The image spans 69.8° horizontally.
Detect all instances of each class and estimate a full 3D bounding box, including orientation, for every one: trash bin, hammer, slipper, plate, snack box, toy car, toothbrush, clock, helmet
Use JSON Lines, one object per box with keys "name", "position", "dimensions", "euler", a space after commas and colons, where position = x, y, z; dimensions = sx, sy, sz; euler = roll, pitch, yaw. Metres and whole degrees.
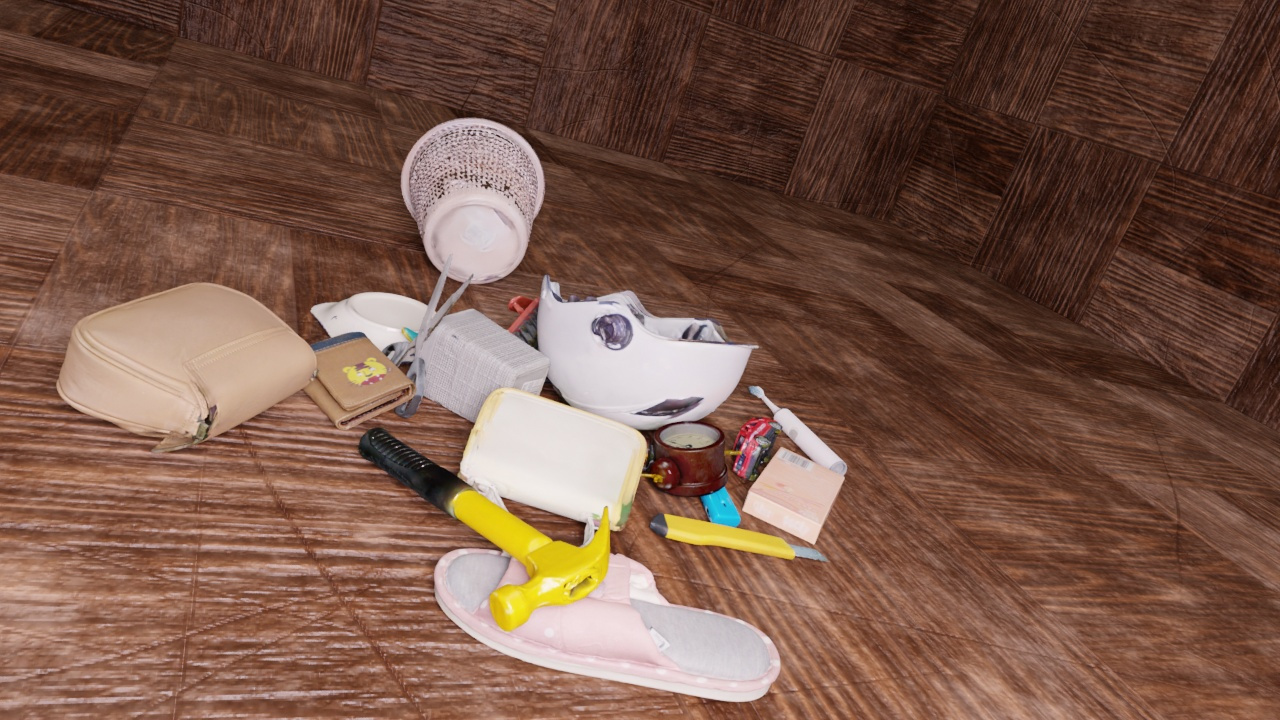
{"name": "trash bin", "position": [-0.252, -0.227, 1.398], "dimensions": [0.227, 0.228, 0.192], "euler": [11, 34, -19]}
{"name": "hammer", "position": [-0.140, 0.116, 0.739], "dimensions": [0.128, 0.033, 0.301], "euler": [-19, 29, -40]}
{"name": "slipper", "position": [-0.023, 0.190, 0.699], "dimensions": [0.274, 0.054, 0.114], "euler": [17, 21, -1]}
{"name": "plate", "position": [-0.298, -0.045, 1.105], "dimensions": [0.163, 0.034, 0.164], "euler": [1, 26, -39]}
{"name": "snack box", "position": [0.174, 0.148, 1.027], "dimensions": [0.084, 0.026, 0.157], "euler": [25, 21, 15]}
{"name": "toy car", "position": [0.133, 0.101, 1.080], "dimensions": [0.045, 0.053, 0.120], "euler": [22, 17, 13]}
{"name": "toothbrush", "position": [0.201, 0.087, 1.209], "dimensions": [0.026, 0.027, 0.221], "euler": [18, 18, -31]}
{"name": "clock", "position": [0.040, 0.105, 0.961], "dimensions": [0.121, 0.055, 0.082], "euler": [-9, 23, -23]}
{"name": "helmet", "position": [-0.006, 0.006, 1.049], "dimensions": [0.259, 0.146, 0.228], "euler": [21, 9, 26]}

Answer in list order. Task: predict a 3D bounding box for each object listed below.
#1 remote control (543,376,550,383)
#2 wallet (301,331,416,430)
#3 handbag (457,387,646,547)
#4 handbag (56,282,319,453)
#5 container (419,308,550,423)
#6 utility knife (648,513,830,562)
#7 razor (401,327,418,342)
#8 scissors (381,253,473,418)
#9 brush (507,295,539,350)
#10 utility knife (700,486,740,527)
{"name": "remote control", "position": [-0.146, 0.002, 1.128], "dimensions": [0.053, 0.024, 0.136], "euler": [11, 18, -30]}
{"name": "wallet", "position": [-0.291, 0.018, 0.919], "dimensions": [0.090, 0.033, 0.115], "euler": [-27, 46, -31]}
{"name": "handbag", "position": [-0.088, 0.116, 0.852], "dimensions": [0.163, 0.063, 0.178], "euler": [18, 35, -1]}
{"name": "handbag", "position": [-0.391, 0.007, 0.803], "dimensions": [0.148, 0.100, 0.204], "euler": [29, 21, 5]}
{"name": "container", "position": [-0.169, 0.013, 0.989], "dimensions": [0.114, 0.090, 0.090], "euler": [29, 22, 18]}
{"name": "utility knife", "position": [0.097, 0.178, 0.897], "dimensions": [0.192, 0.015, 0.033], "euler": [14, 24, -14]}
{"name": "razor", "position": [-0.218, -0.009, 1.066], "dimensions": [0.132, 0.028, 0.043], "euler": [22, 25, -30]}
{"name": "scissors", "position": [-0.226, -0.023, 0.947], "dimensions": [0.160, 0.178, 0.014], "euler": [-15, -26, 38]}
{"name": "brush", "position": [-0.111, -0.041, 1.182], "dimensions": [0.069, 0.063, 0.145], "euler": [50, 14, 30]}
{"name": "utility knife", "position": [0.074, 0.133, 0.990], "dimensions": [0.034, 0.018, 0.161], "euler": [13, 19, -14]}
